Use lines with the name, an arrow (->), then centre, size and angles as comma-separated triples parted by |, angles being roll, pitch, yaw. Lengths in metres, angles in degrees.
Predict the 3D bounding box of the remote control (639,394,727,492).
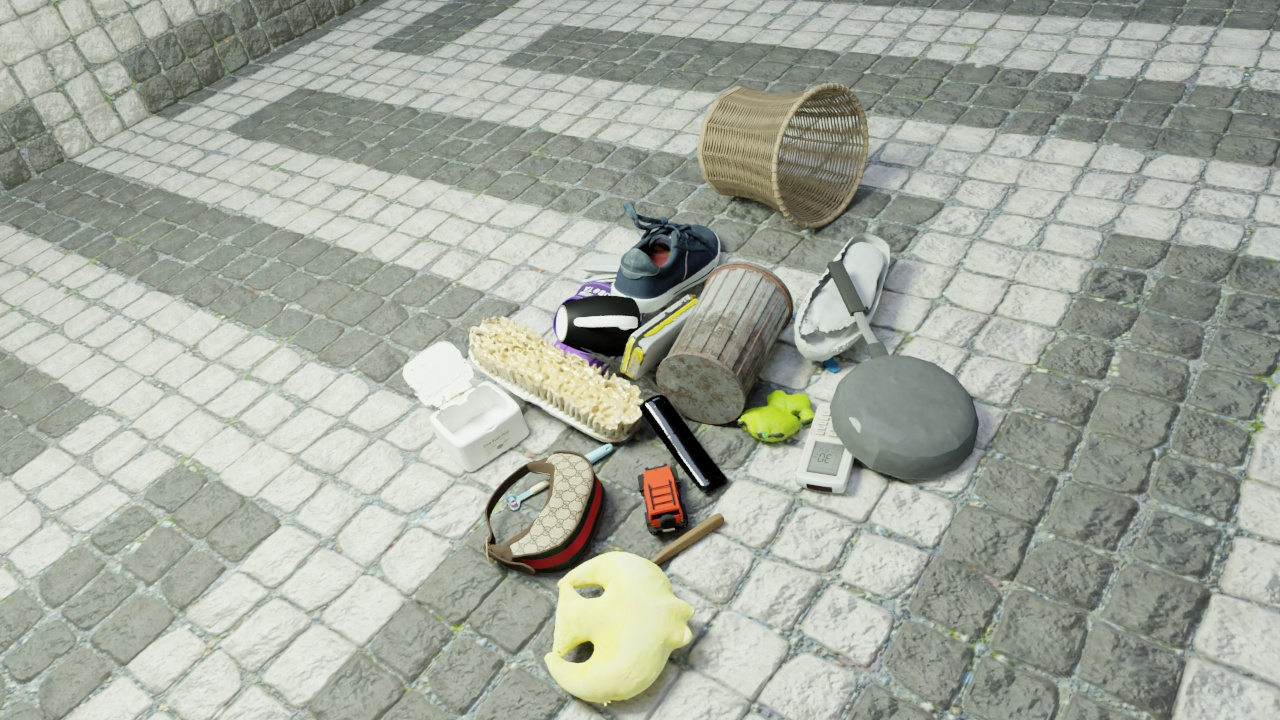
remote control -> 0.053, 0.102, 1.156 | 0.041, 0.020, 0.152 | -21, 58, -28

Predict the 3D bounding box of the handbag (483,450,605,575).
handbag -> -0.121, 0.185, 1.110 | 0.138, 0.063, 0.166 | 0, 48, 23

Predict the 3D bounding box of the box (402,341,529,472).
box -> -0.246, 0.064, 1.272 | 0.110, 0.083, 0.190 | -33, 60, -25

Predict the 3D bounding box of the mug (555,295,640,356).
mug -> -0.055, -0.049, 1.247 | 0.100, 0.085, 0.119 | 2, -3, -23

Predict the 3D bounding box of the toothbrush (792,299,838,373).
toothbrush -> 0.243, -0.037, 1.302 | 0.016, 0.014, 0.166 | -18, 41, -5

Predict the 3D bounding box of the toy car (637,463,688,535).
toy car -> 0.026, 0.163, 1.101 | 0.051, 0.049, 0.100 | -13, 40, 1

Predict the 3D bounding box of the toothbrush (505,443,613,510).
toothbrush -> -0.102, 0.147, 1.181 | 0.154, 0.016, 0.022 | -29, 85, -17

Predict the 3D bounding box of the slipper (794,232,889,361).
slipper -> 0.282, -0.086, 1.300 | 0.112, 0.075, 0.246 | 18, 49, 22

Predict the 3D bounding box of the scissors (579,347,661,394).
scissors -> -0.003, 0.019, 1.237 | 0.169, 0.013, 0.131 | -1, 44, -44

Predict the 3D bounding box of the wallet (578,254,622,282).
wallet -> -0.048, -0.145, 1.474 | 0.086, 0.032, 0.116 | 1, 18, 15

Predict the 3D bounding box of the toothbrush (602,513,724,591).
toothbrush -> 0.028, 0.223, 1.057 | 0.166, 0.016, 0.016 | -30, 43, -18

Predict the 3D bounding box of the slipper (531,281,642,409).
slipper -> -0.084, -0.047, 1.349 | 0.107, 0.084, 0.265 | 11, 46, 26

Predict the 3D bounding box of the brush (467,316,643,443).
brush -> -0.117, 0.025, 1.240 | 0.271, 0.057, 0.083 | 29, 56, 16

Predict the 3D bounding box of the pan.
pan -> 0.306, -0.007, 1.171 | 0.178, 0.041, 0.356 | -8, 50, -7

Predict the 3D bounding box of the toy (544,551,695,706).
toy -> -0.020, 0.279, 0.965 | 0.155, 0.065, 0.170 | -2, 47, 11

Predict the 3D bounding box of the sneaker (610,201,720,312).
sneaker -> 0.045, -0.182, 1.402 | 0.121, 0.127, 0.293 | 22, 31, 18

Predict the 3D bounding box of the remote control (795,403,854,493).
remote control -> 0.235, 0.106, 1.127 | 0.060, 0.025, 0.138 | 7, 44, 22

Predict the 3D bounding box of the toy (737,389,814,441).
toy -> 0.176, 0.072, 1.178 | 0.094, 0.036, 0.093 | 7, 38, 14

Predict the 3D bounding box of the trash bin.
trash bin -> 0.118, -0.031, 1.239 | 0.131, 0.131, 0.210 | 9, 46, 25

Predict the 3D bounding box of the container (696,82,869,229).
container -> 0.230, -0.349, 1.521 | 0.226, 0.227, 0.196 | -36, 38, -25

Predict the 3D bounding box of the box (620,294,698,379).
box -> 0.035, -0.035, 1.268 | 0.033, 0.064, 0.208 | 28, 30, 17
